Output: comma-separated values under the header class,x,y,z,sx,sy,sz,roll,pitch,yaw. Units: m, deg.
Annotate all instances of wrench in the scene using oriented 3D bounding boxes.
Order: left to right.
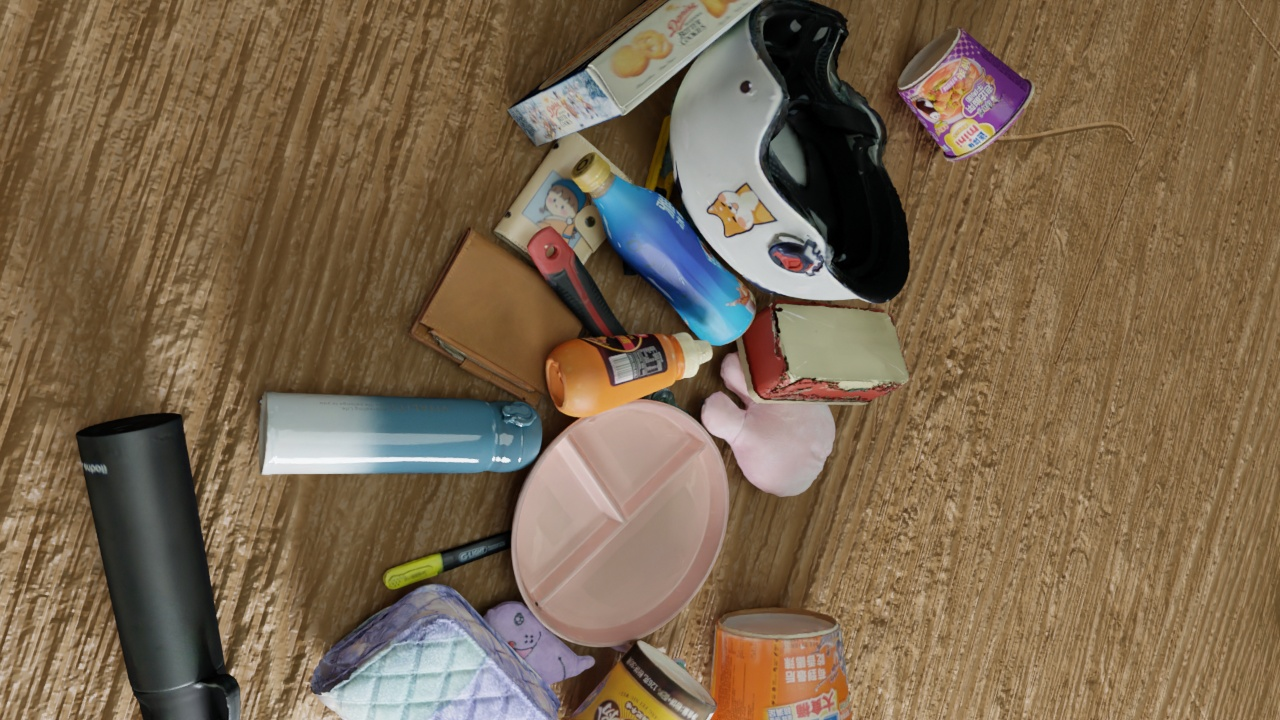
class,x,y,z,sx,sy,sz,roll,pitch,yaw
wrench,-0.014,-0.013,0.827,0.056,0.016,0.273,-47,122,-11

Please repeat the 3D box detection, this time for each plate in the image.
class,x,y,z,sx,sy,sz,roll,pitch,yaw
plate,-0.017,0.147,0.838,0.229,0.028,0.229,-6,101,-32

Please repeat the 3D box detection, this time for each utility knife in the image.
class,x,y,z,sx,sy,sz,roll,pitch,yaw
utility knife,0.016,-0.163,0.848,0.033,0.015,0.181,16,89,-30

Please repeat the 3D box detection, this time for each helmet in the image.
class,x,y,z,sx,sy,sz,roll,pitch,yaw
helmet,0.119,-0.167,0.814,0.274,0.157,0.229,59,41,-26

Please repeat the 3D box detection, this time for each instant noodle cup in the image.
class,x,y,z,sx,sy,sz,roll,pitch,yaw
instant noodle cup,0.000,0.328,0.826,0.118,0.118,0.114,40,84,-24
instant noodle cup,0.134,0.308,0.889,0.151,0.152,0.111,0,87,-27
instant noodle cup,0.327,-0.278,0.945,0.099,0.112,0.111,38,78,-16

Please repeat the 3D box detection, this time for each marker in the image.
class,x,y,z,sx,sy,sz,roll,pitch,yaw
marker,-0.161,0.172,0.795,0.124,0.015,0.018,-15,105,-26

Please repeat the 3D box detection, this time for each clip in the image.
class,x,y,z,sx,sy,sz,roll,pitch,yaw
clip,0.049,-0.124,0.867,0.014,0.047,0.057,-10,97,-25

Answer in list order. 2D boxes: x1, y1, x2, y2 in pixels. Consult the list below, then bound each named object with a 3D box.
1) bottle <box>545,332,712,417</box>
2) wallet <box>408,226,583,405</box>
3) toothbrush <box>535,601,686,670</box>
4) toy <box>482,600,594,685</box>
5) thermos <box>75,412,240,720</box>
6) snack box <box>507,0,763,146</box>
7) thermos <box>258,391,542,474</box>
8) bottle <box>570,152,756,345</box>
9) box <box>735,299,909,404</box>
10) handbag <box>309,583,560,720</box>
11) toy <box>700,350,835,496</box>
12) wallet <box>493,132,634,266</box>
class,x,y,z,sx,sy,sz,roll,pitch,yaw
bottle,-0.005,0.005,0.794,0.149,0.067,0.067,-13,101,-23
wallet,-0.117,-0.035,0.786,0.131,0.031,0.107,31,78,-26
toothbrush,-0.030,0.261,0.867,0.189,0.021,0.029,35,56,-23
toy,-0.105,0.260,0.820,0.084,0.039,0.108,-38,113,1
thermos,-0.339,0.162,0.668,0.068,0.090,0.242,-29,114,-66
snack box,-0.001,-0.251,0.736,0.177,0.183,0.046,-43,111,-17
thermos,-0.190,0.059,0.741,0.220,0.070,0.070,3,94,-27
bottle,0.020,-0.098,0.811,0.218,0.065,0.065,43,76,-34
box,0.184,-0.007,0.889,0.168,0.076,0.091,2,68,-34
handbag,-0.160,0.288,0.769,0.134,0.075,0.194,-36,110,-1
toy,0.127,0.060,0.904,0.159,0.054,0.121,39,66,-24
wallet,-0.063,-0.133,0.809,0.087,0.024,0.115,37,78,-20
